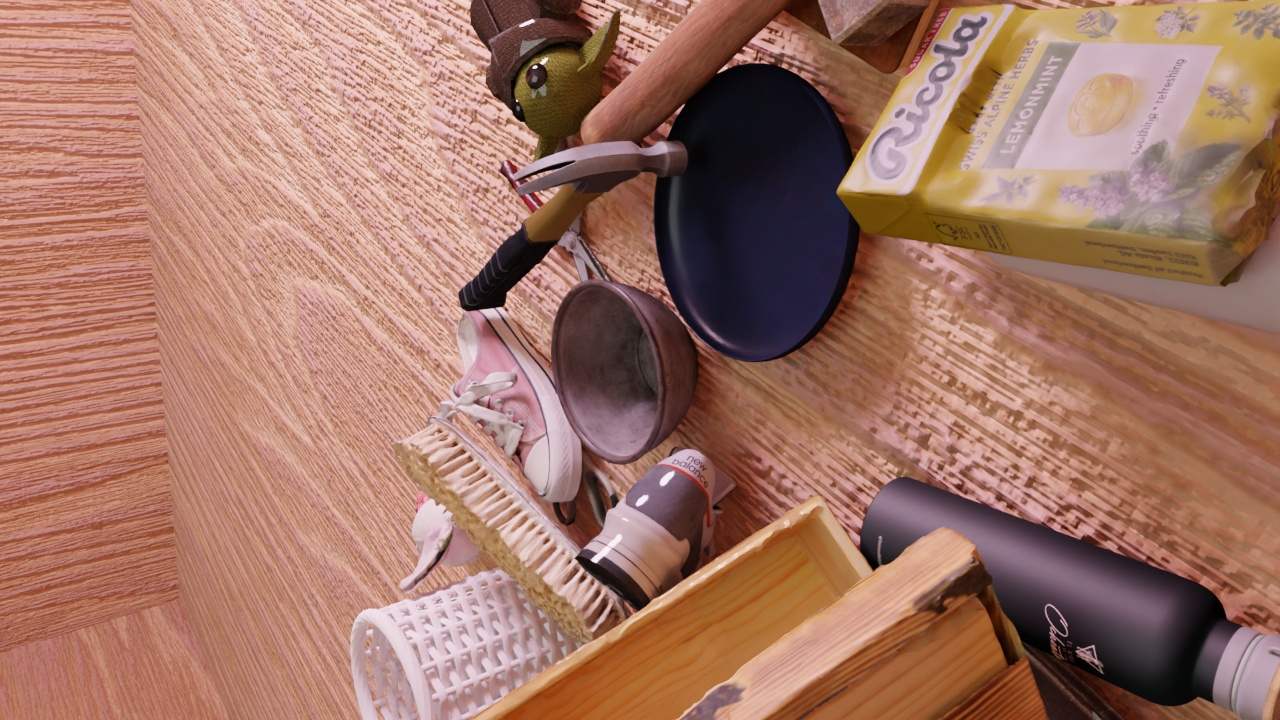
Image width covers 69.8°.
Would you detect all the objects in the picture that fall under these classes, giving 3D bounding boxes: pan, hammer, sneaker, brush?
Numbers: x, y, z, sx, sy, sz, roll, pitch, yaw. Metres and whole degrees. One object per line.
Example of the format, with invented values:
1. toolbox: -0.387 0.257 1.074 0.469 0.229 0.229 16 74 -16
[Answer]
1. pan: 0.031 -0.135 0.680 0.356 0.021 0.199 40 128 44
2. hammer: 0.040 -0.215 0.597 0.302 0.037 0.158 -28 76 55
3. pan: 0.298 0.253 0.421 0.356 0.055 0.188 53 138 48
4. hammer: -0.090 -0.100 0.766 0.334 0.117 0.025 -29 74 60
5. sneaker: -0.137 0.039 0.885 0.241 0.087 0.119 55 139 33
6. brush: -0.121 0.160 0.862 0.271 0.056 0.083 45 149 4
7. sneaker: 0.023 0.133 0.709 0.089 0.124 0.240 34 168 12

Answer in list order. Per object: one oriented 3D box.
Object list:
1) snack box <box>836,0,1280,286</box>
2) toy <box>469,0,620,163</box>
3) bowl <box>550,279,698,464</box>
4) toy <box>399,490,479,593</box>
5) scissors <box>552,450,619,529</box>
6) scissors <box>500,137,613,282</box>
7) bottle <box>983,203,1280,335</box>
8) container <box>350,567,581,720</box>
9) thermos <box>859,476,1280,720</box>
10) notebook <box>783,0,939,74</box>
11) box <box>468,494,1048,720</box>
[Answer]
1. snack box: 0.191 -0.104 0.410 0.181 0.045 0.121 21 76 47
2. toy: -0.084 -0.251 0.742 0.180 0.078 0.152 -48 58 48
3. bowl: -0.004 0.004 0.728 0.145 0.067 0.145 20 115 49
4. toy: -0.209 0.184 1.017 0.084 0.159 0.194 55 163 -10
5. scissors: -0.059 0.096 0.874 0.168 0.012 0.158 51 134 36
6. scissors: -0.075 -0.143 0.822 0.195 0.015 0.179 28 122 44
7. bottle: 0.212 -0.061 0.438 0.195 0.052 0.052 25 119 47
8. container: -0.172 0.319 0.940 0.189 0.186 0.189 20 115 49
9. thermos: 0.224 0.123 0.469 0.232 0.061 0.061 19 115 49
10. notebook: 0.107 -0.293 0.532 0.225 0.024 0.168 48 135 33
11. box: 0.064 0.243 0.450 0.269 0.278 0.264 57 167 13
